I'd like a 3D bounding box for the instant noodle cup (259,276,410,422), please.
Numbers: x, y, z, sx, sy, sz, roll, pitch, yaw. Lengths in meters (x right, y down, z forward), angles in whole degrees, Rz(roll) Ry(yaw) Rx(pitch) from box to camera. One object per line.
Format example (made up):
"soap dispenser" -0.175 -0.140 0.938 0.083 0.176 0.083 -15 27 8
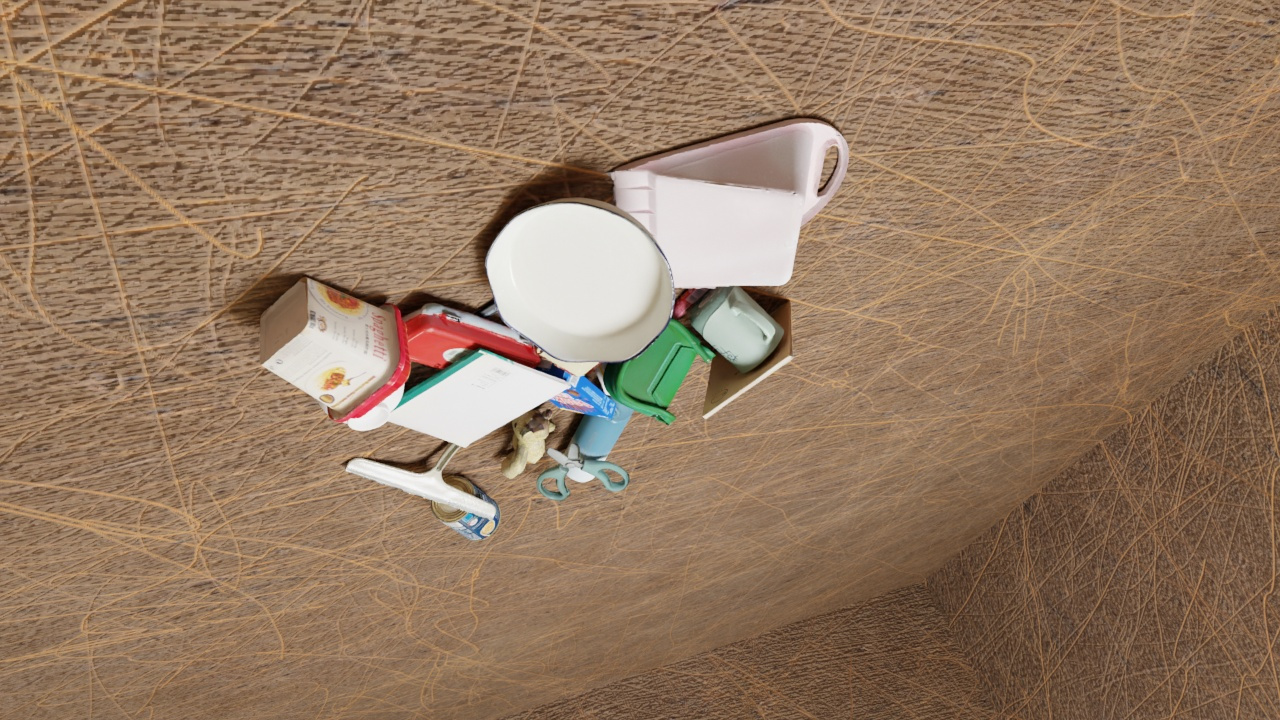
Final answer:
"instant noodle cup" -0.323 -0.015 0.962 0.117 0.116 0.124 -35 137 19

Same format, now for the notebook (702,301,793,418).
"notebook" 0.152 -0.005 1.280 0.148 0.008 0.207 -37 -167 21

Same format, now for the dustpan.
"dustpan" 0.106 -0.190 1.086 0.273 0.138 0.223 6 150 3

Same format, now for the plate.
"plate" -0.062 -0.088 0.996 0.205 0.045 0.205 6 129 7

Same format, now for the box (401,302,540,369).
"box" -0.205 -0.022 1.097 0.087 0.048 0.201 -29 152 28

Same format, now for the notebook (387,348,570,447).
"notebook" -0.213 0.051 1.158 0.210 0.012 0.150 -28 144 33

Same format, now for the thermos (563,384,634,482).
"thermos" -0.063 0.105 1.392 0.070 0.070 0.221 -7 148 -28

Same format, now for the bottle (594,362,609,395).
"bottle" -0.008 0.007 1.272 0.108 0.063 0.063 -22 151 -2

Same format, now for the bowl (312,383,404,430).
"bowl" -0.329 0.043 1.091 0.118 0.064 0.118 -18 150 -11

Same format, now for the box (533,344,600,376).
"box" -0.048 -0.051 1.098 0.091 0.079 0.169 30 126 -33

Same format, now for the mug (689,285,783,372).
"mug" 0.129 -0.049 1.205 0.082 0.106 0.112 -49 -169 -16

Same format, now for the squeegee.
"squeegee" -0.242 0.106 1.289 0.246 0.039 0.247 27 119 -34

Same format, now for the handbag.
"handbag" 0.023 0.009 1.213 0.120 0.068 0.131 30 87 -19

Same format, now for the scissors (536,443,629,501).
"scissors" -0.110 0.178 1.414 0.178 0.019 0.173 -26 140 28

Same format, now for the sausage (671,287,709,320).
"sausage" 0.071 -0.089 1.217 0.020 0.020 0.156 7 139 -44

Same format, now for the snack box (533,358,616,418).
"snack box" -0.102 0.037 1.240 0.085 0.026 0.157 9 162 27

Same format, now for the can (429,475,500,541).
"can" -0.273 0.232 1.436 0.075 0.075 0.111 -25 151 2

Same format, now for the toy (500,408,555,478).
"toy" -0.172 0.123 1.356 0.104 0.066 0.158 -45 172 -38

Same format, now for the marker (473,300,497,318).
"marker" -0.148 -0.076 1.078 0.124 0.015 0.018 -29 148 13
